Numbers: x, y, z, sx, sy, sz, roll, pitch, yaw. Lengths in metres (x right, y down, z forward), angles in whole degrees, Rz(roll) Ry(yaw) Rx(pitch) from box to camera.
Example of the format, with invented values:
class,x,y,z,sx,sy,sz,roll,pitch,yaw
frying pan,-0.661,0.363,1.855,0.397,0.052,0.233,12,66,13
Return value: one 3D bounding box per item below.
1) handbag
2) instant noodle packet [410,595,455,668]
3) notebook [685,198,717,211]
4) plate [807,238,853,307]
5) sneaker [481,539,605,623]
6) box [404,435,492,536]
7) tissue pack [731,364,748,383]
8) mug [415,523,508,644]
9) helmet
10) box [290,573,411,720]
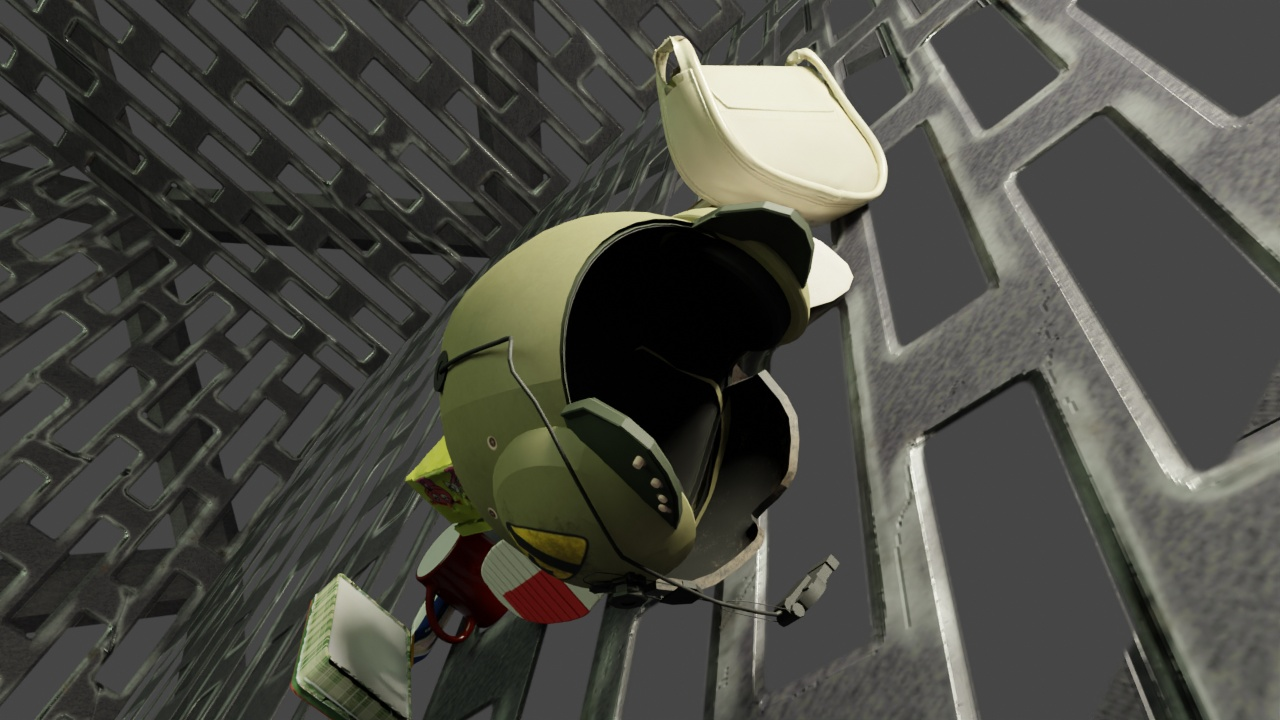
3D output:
class,x,y,z,sx,sy,sz,roll,pitch,yaw
handbag,0.113,-0.215,0.907,0.228,0.184,0.132,-11,-8,-41
instant noodle packet,-0.206,0.248,0.961,0.087,0.026,0.134,108,-172,-50
notebook,0.082,-0.183,1.154,0.179,0.014,0.248,-34,0,36
plate,0.098,-0.096,0.831,0.188,0.189,0.027,-80,-7,-61
sneaker,-0.032,0.135,0.766,0.237,0.090,0.104,-41,1,35
box,-0.104,0.075,0.786,0.222,0.082,0.124,-22,26,52
tissue pack,0.011,0.053,0.867,0.182,0.071,0.103,-34,22,47
mug,-0.173,0.221,0.896,0.073,0.082,0.105,-26,27,50
helmet,0.004,0.034,0.554,0.234,0.255,0.249,-20,30,50
box,-0.292,0.305,0.945,0.050,0.117,0.205,-43,18,-3
